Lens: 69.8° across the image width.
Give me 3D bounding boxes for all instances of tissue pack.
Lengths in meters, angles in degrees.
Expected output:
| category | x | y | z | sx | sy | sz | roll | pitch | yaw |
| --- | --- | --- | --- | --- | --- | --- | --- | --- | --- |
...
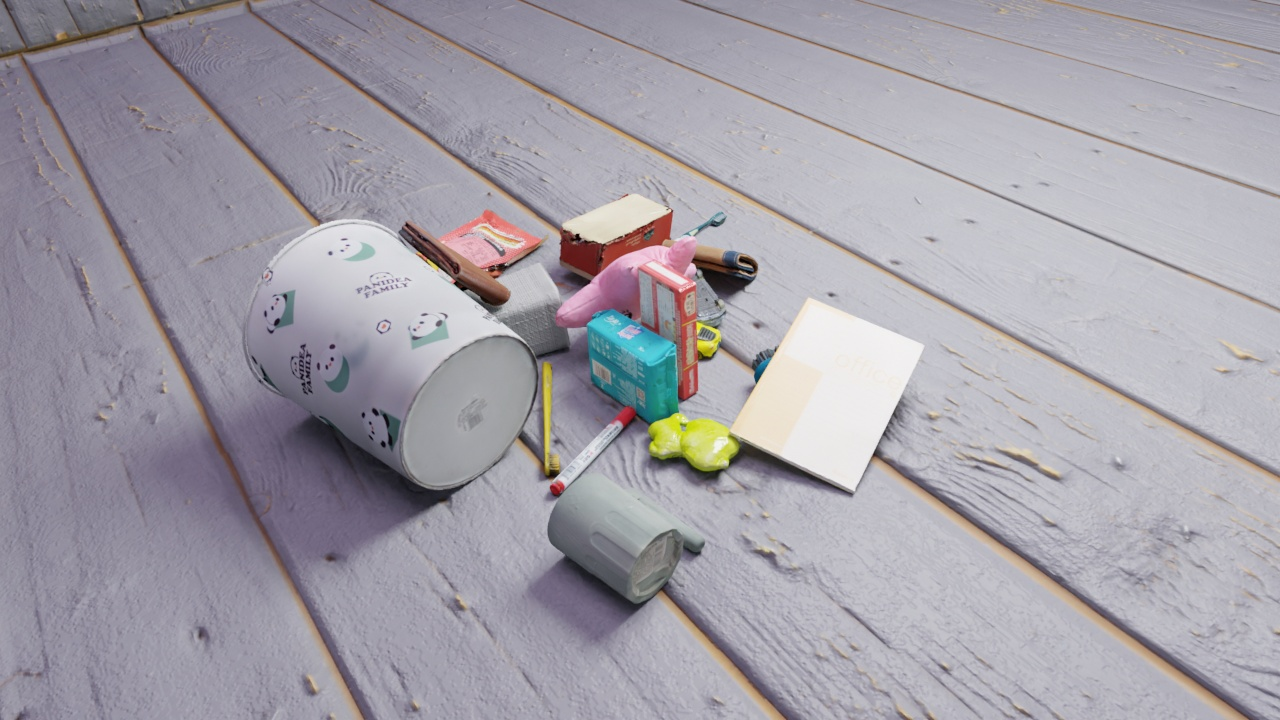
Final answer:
| category | x | y | z | sx | sy | sz | roll | pitch | yaw |
| --- | --- | --- | --- | --- | --- | --- | --- | --- | --- |
| tissue pack | -0.006 | 0.006 | 1.053 | 0.050 | 0.093 | 0.133 | -29 | 44 | -30 |

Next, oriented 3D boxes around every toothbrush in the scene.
| category | x | y | z | sx | sy | sz | roll | pitch | yaw |
| --- | --- | --- | --- | --- | --- | --- | --- | --- | --- |
| toothbrush | -0.104 | 0.063 | 1.055 | 0.016 | 0.016 | 0.189 | -3 | 37 | -5 |
| toothbrush | 0.066 | -0.177 | 1.349 | 0.018 | 0.016 | 0.191 | 34 | 51 | 26 |

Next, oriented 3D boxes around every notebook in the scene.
| category | x | y | z | sx | sy | sz | roll | pitch | yaw |
| --- | --- | --- | --- | --- | --- | --- | --- | --- | --- |
| notebook | 0.206 | 0.031 | 1.002 | 0.146 | 0.010 | 0.205 | 25 | 61 | 17 |

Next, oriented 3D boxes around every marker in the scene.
| category | x | y | z | sx | sy | sz | roll | pitch | yaw |
| --- | --- | --- | --- | --- | --- | --- | --- | --- | --- |
| marker | -0.051 | 0.097 | 1.004 | 0.017 | 0.017 | 0.144 | 19 | 44 | 28 |

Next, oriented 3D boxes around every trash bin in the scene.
| category | x | y | z | sx | sy | sz | roll | pitch | yaw |
| --- | --- | --- | --- | --- | --- | --- | --- | --- | --- |
| trash bin | -0.262 | -0.002 | 0.998 | 0.252 | 0.230 | 0.228 | 31 | 50 | 31 |

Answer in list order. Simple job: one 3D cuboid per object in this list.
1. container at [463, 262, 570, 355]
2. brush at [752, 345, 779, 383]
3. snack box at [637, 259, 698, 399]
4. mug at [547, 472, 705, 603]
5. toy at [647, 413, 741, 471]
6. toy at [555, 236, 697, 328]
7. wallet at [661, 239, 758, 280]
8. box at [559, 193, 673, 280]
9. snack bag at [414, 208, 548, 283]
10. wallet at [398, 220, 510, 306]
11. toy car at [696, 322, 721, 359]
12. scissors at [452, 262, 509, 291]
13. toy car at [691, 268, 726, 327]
| category | x | y | z | sx | sy | sz | roll | pitch | yaw |
| --- | --- | --- | --- | --- | --- | --- | --- | --- | --- |
| container | -0.161 | -0.054 | 1.156 | 0.114 | 0.090 | 0.090 | -19 | 39 | -13 |
| brush | 0.202 | 0.014 | 1.051 | 0.144 | 0.055 | 0.073 | -6 | 36 | -2 |
| snack box | 0.033 | -0.035 | 1.053 | 0.025 | 0.153 | 0.075 | -28 | 43 | -28 |
| mug | -0.010 | 0.163 | 0.872 | 0.103 | 0.084 | 0.123 | 29 | 24 | 35 |
| toy | 0.058 | 0.087 | 0.993 | 0.100 | 0.031 | 0.096 | -5 | 35 | 1 |
| toy | -0.015 | -0.088 | 1.114 | 0.194 | 0.178 | 0.074 | -29 | 79 | 0 |
| wallet | 0.095 | -0.138 | 1.252 | 0.115 | 0.033 | 0.090 | 16 | 3 | 24 |
| box | -0.034 | -0.184 | 1.300 | 0.091 | 0.078 | 0.167 | 28 | 41 | 29 |
| snack bag | -0.244 | -0.157 | 1.325 | 0.129 | 0.073 | 0.207 | 24 | 40 | 26 |
| wallet | -0.221 | -0.113 | 1.087 | 0.124 | 0.101 | 0.032 | 36 | 90 | 32 |
| toy car | 0.048 | -0.031 | 1.146 | 0.105 | 0.032 | 0.048 | 8 | 40 | 19 |
| scissors | -0.250 | -0.082 | 1.207 | 0.227 | 0.015 | 0.188 | -25 | -12 | 33 |
| toy car | 0.069 | -0.081 | 1.206 | 0.054 | 0.037 | 0.120 | -16 | 42 | -15 |
